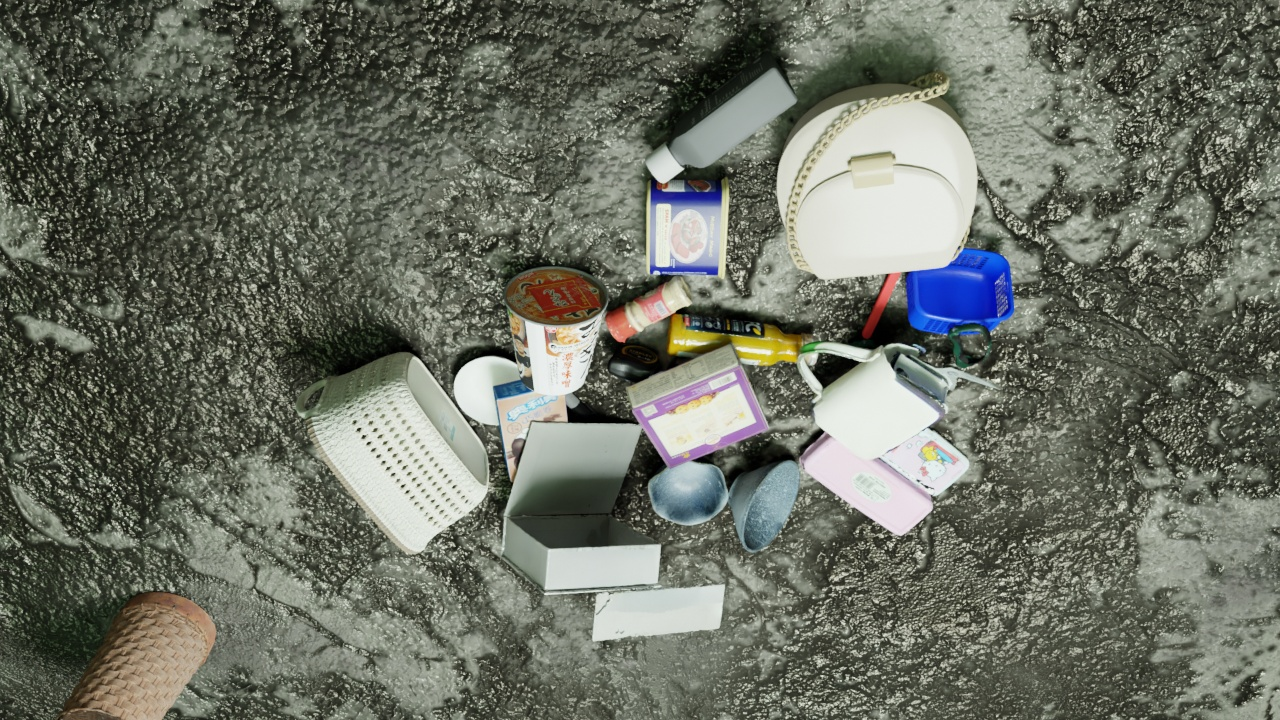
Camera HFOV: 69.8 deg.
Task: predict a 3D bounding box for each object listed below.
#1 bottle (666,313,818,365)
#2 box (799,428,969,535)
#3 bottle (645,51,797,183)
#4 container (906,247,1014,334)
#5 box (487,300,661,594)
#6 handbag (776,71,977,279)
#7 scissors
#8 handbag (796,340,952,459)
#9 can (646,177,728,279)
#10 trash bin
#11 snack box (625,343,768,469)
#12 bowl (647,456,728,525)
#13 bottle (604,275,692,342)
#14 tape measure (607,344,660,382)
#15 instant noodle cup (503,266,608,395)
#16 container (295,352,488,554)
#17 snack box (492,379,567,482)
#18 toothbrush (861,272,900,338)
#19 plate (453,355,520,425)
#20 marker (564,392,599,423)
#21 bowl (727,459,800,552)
[{"bbox_3d":[0.128,-0.023,1.150,0.186,0.053,0.053,7,119,-3],"label":"bottle"},{"bbox_3d":[0.334,0.142,1.249,0.201,0.038,0.153,35,114,-17],"label":"box"},{"bbox_3d":[0.083,-0.258,1.001,0.174,0.083,0.046,-34,114,19],"label":"bottle"},{"bbox_3d":[0.374,-0.079,1.089,0.114,0.096,0.058,2,160,1],"label":"container"},{"bbox_3d":[-0.094,0.108,1.253,0.167,0.421,0.174,3,160,-28],"label":"box"},{"bbox_3d":[0.262,-0.199,1.026,0.211,0.103,0.209,-5,119,17],"label":"handbag"},{"bbox_3d":[0.369,-0.007,1.118,0.201,0.015,0.203,17,158,-4],"label":"scissors"},{"bbox_3d":[0.270,0.026,1.125,0.176,0.073,0.152,34,138,-9],"label":"handbag"},{"bbox_3d":[0.054,-0.155,1.075,0.092,0.056,0.116,1,120,2],"label":"can"},{"bbox_3d":[-0.747,0.471,1.362,0.151,0.209,0.151,0,120,0],"label":"trash bin"},{"bbox_3d":[0.075,0.061,1.155,0.143,0.040,0.148,-23,138,7],"label":"snack box"},{"bbox_3d":[0.065,0.167,1.258,0.110,0.055,0.110,1,120,1],"label":"bowl"},{"bbox_3d":[0.010,-0.064,1.136,0.109,0.044,0.044,-28,115,15],"label":"bottle"},{"bbox_3d":[-0.007,0.007,1.165,0.062,0.061,0.034,20,118,8],"label":"tape measure"},{"bbox_3d":[-0.105,-0.031,1.122,0.123,0.123,0.122,5,129,-2],"label":"instant noodle cup"},{"bbox_3d":[-0.303,0.111,1.170,0.143,0.184,0.246,-29,116,5],"label":"container"},{"bbox_3d":[-0.140,0.089,1.205,0.087,0.034,0.151,-13,130,-12],"label":"snack box"},{"bbox_3d":[0.313,-0.118,1.116,0.012,0.017,0.213,13,122,-6],"label":"toothbrush"},{"bbox_3d":[-0.191,0.035,1.206,0.104,0.026,0.104,1,119,1],"label":"plate"},{"bbox_3d":[-0.101,0.041,1.215,0.022,0.016,0.138,-46,112,-10],"label":"marker"},{"bbox_3d":[0.158,0.188,1.256,0.057,0.136,0.137,25,127,34],"label":"bowl"}]
